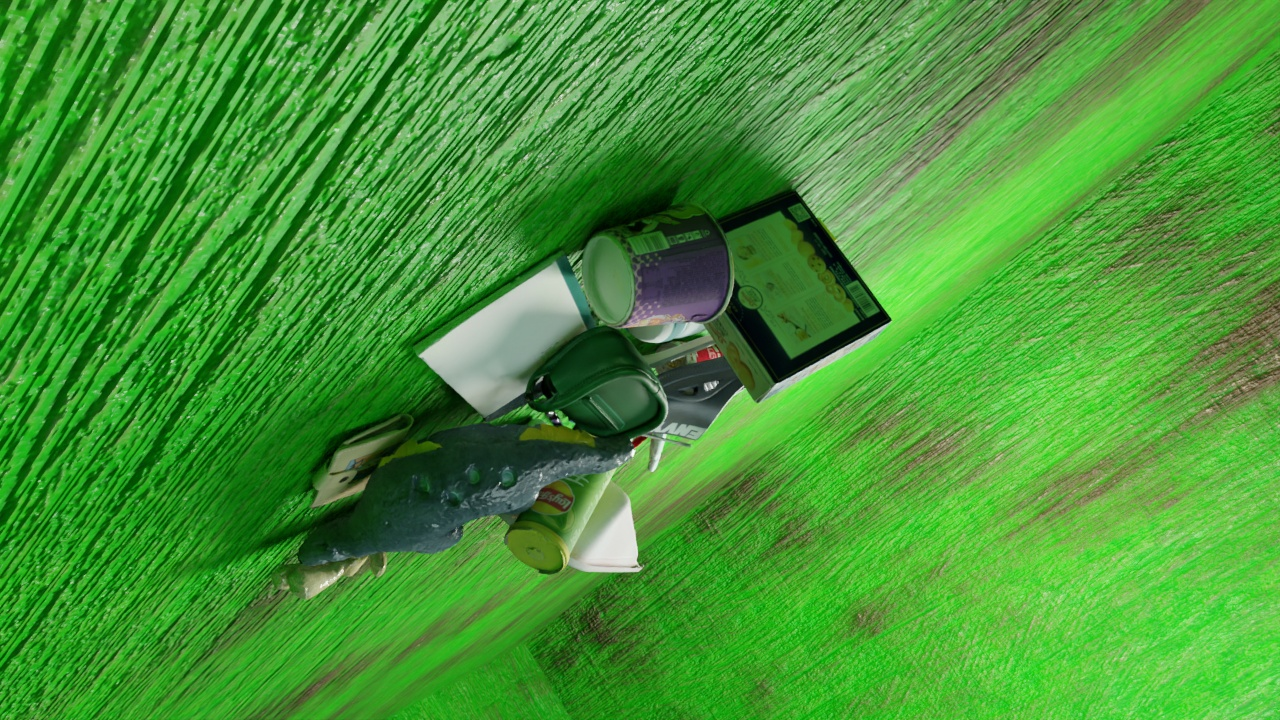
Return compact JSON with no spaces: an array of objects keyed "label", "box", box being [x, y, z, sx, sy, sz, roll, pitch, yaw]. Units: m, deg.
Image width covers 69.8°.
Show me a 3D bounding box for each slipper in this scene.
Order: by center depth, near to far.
[{"label":"slipper","box":[0.082,0.048,1.157,0.267,0.083,0.111,-17,165,-23]}]

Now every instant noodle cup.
[{"label":"instant noodle cup","box":[0.009,-0.077,0.802,0.099,0.111,0.112,-15,157,-31]}]

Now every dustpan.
[{"label":"dustpan","box":[-0.119,0.192,1.145,0.138,0.222,0.274,-43,156,-25]}]

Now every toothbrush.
[{"label":"toothbrush","box":[-0.109,0.079,1.184,0.014,0.016,0.189,-9,165,-1]}]

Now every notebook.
[{"label":"notebook","box":[-0.113,-0.016,0.859,0.150,0.012,0.209,-34,161,-5]}]

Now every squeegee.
[{"label":"squeegee","box":[-0.007,0.007,1.118,0.246,0.039,0.246,-21,175,-3]}]

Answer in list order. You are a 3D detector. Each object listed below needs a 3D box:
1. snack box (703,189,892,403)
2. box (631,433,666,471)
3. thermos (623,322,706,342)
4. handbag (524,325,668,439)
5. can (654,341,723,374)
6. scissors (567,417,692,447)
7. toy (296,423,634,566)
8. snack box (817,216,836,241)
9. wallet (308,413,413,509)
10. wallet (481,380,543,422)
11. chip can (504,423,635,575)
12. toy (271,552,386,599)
[{"label":"snack box","box":[0.142,-0.072,0.949,0.182,0.178,0.046,-25,166,-30]},{"label":"box","box":[0.017,0.113,1.420,0.094,0.091,0.202,-33,164,-14]},{"label":"thermos","box":[0.069,-0.066,1.034,0.223,0.073,0.073,-18,157,-48]},{"label":"handbag","box":[-0.041,0.036,0.936,0.120,0.068,0.131,-33,145,7]},{"label":"can","box":[0.067,0.000,1.252,0.053,0.053,0.132,-41,164,21]},{"label":"scissors","box":[-0.018,0.093,1.204,0.129,0.173,0.012,-17,-126,63]},{"label":"toy","box":[-0.182,0.124,0.893,0.356,0.091,0.138,-20,149,0]},{"label":"snack box","box":[0.186,-0.125,1.067,0.082,0.091,0.080,-38,172,12]},{"label":"wallet","box":[-0.271,0.098,0.876,0.087,0.024,0.115,-27,165,-46]},{"label":"wallet","box":[-0.117,0.018,0.978,0.120,0.019,0.097,-29,162,-18]},{"label":"chip can","box":[-0.070,0.130,1.017,0.073,0.072,0.220,-51,-174,45]},{"label":"toy","box":[-0.320,0.200,0.982,0.156,0.105,0.066,-36,127,-49]}]
